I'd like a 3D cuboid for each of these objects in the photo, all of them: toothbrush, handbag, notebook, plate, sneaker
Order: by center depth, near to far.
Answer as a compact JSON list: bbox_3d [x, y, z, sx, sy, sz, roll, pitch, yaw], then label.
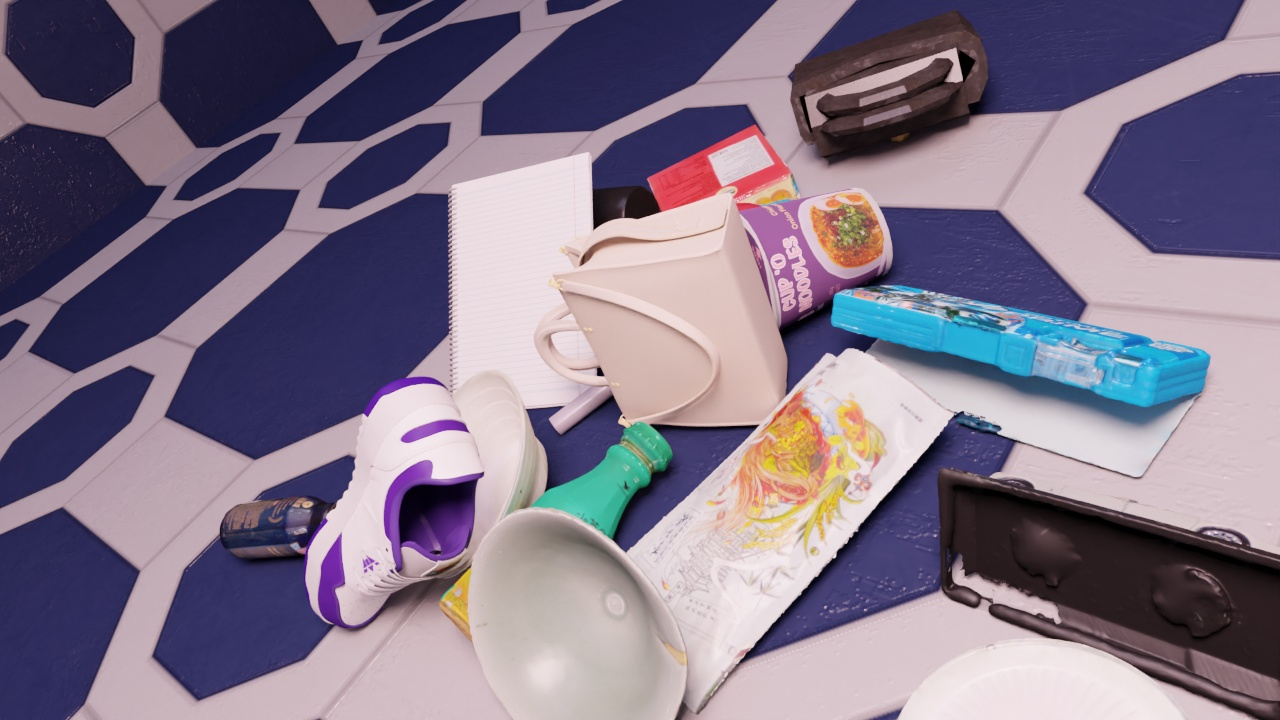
[{"bbox_3d":[0.206,0.214,0.468,0.157,0.014,0.156,-19,36,15],"label":"plate"},{"bbox_3d":[-0.182,0.138,0.711,0.091,0.245,0.111,-4,40,-44],"label":"sneaker"},{"bbox_3d":[0.002,-0.026,0.750,0.198,0.195,0.101,-9,39,21],"label":"handbag"},{"bbox_3d":[-0.005,0.005,0.853,0.188,0.018,0.019,-38,49,-1],"label":"toothbrush"},{"bbox_3d":[-0.123,-0.073,0.925,0.178,0.013,0.245,-6,81,29],"label":"notebook"},{"bbox_3d":[0.263,-0.278,0.963,0.198,0.102,0.198,-13,22,22],"label":"handbag"}]

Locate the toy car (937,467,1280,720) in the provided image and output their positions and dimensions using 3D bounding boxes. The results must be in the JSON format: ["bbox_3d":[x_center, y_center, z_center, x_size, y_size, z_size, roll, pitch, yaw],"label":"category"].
[{"bbox_3d":[0.268,0.112,0.509,0.071,0.094,0.192,-24,24,-39],"label":"toy car"}]

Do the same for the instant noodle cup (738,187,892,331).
[{"bbox_3d":[0.149,-0.096,0.808,0.122,0.122,0.137,-20,-10,-6],"label":"instant noodle cup"}]

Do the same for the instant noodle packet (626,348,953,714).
[{"bbox_3d":[0.087,0.104,0.657,0.269,0.057,0.147,-44,35,-11],"label":"instant noodle packet"}]

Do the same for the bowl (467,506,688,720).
[{"bbox_3d":[-0.031,0.173,0.608,0.175,0.174,0.067,0,8,34],"label":"bowl"}]

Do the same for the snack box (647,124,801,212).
[{"bbox_3d":[0.090,-0.193,1.032,0.143,0.040,0.144,-25,36,6],"label":"snack box"}]

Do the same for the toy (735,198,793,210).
[{"bbox_3d":[0.122,-0.128,0.917,0.132,0.062,0.092,-27,52,-29],"label":"toy"}]

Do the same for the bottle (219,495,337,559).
[{"bbox_3d":[-0.327,0.157,0.870,0.161,0.056,0.056,-9,40,26],"label":"bottle"}]

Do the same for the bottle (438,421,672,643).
[{"bbox_3d":[-0.057,0.132,0.705,0.209,0.068,0.068,-45,38,-21],"label":"bottle"}]

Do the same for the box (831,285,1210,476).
[{"bbox_3d":[0.258,0.007,0.665,0.091,0.085,0.244,-7,18,-39],"label":"box"}]

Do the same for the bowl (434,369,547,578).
[{"bbox_3d":[-0.126,0.099,0.771,0.177,0.057,0.176,-31,49,42],"label":"bowl"}]

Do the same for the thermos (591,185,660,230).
[{"bbox_3d":[-0.085,-0.152,1.044,0.219,0.106,0.105,1,45,36],"label":"thermos"}]
